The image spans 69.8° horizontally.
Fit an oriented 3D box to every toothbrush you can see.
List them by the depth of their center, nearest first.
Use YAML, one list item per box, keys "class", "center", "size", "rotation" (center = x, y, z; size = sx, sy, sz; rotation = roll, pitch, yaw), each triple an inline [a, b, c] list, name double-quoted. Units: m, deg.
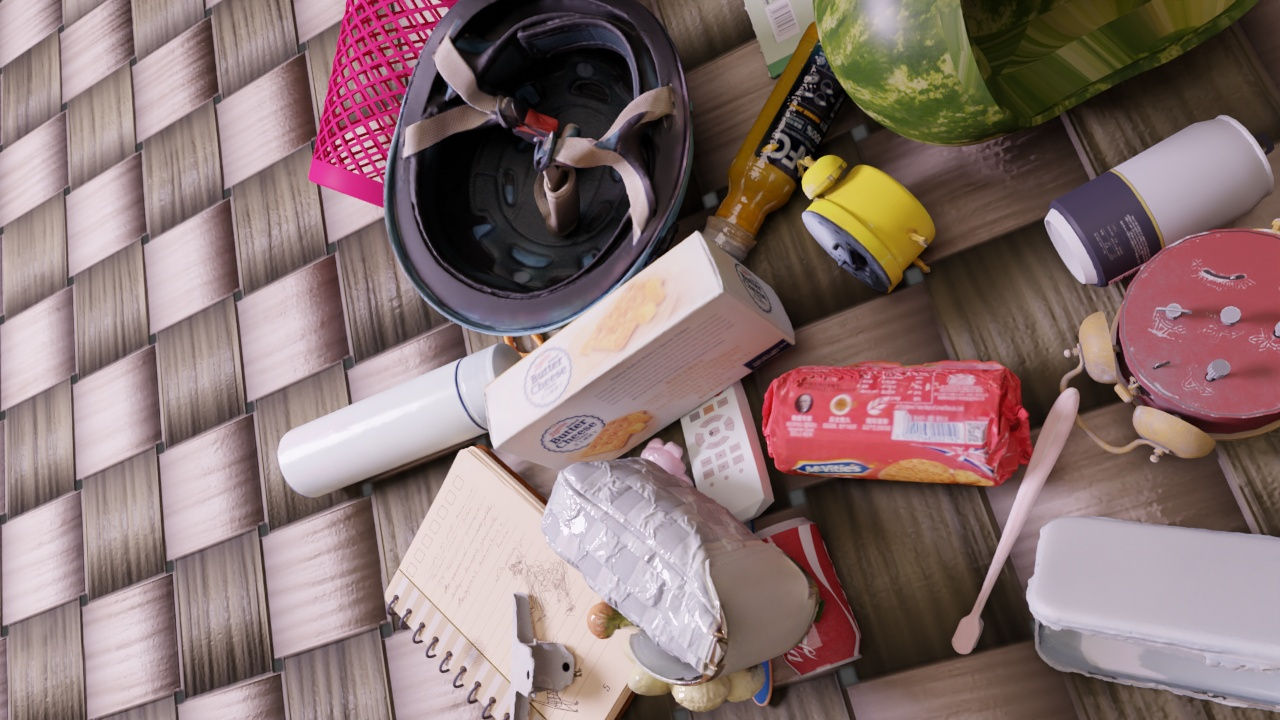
- class: "toothbrush"
  center: [0.235, 0.101, 0.572]
  size: [0.016, 0.018, 0.181]
  rotation: [26, 101, 35]
- class: "toothbrush"
  center: [0.079, 0.173, 0.648]
  size: [0.022, 0.017, 0.135]
  rotation: [-11, 73, 24]

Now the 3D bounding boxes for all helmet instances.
- class: "helmet"
  center: [0.223, -0.261, 0.574]
  size: [0.248, 0.213, 0.242]
  rotation: [-38, 41, 21]
- class: "helmet"
  center: [-0.067, -0.141, 0.706]
  size: [0.225, 0.167, 0.265]
  rotation: [23, 88, 11]

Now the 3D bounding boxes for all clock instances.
- class: "clock"
  center: [0.328, -0.007, 0.539]
  size: [0.159, 0.081, 0.117]
  rotation: [-36, 65, 13]
- class: "clock"
  center: [0.150, -0.100, 0.646]
  size: [0.057, 0.083, 0.119]
  rotation: [-47, 66, 2]

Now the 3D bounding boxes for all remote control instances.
- class: "remote control"
  center: [0.060, 0.053, 0.676]
  size: [0.050, 0.024, 0.143]
  rotation: [-30, 55, 26]

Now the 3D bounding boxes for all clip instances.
- class: "clip"
  center: [-0.076, 0.223, 0.668]
  size: [0.054, 0.038, 0.101]
  rotation: [-7, 81, 53]

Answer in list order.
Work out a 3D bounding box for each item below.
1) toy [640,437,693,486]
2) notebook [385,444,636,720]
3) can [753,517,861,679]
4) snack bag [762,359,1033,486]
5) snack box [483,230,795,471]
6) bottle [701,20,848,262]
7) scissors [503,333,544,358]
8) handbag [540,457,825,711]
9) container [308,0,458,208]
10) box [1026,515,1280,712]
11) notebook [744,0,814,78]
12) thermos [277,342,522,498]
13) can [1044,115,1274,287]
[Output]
- class: "toy"
  center: [0.010, 0.120, 0.680]
  size: [0.076, 0.037, 0.125]
  rotation: [7, 91, 27]
- class: "notebook"
  center: [-0.096, 0.194, 0.707]
  size: [0.225, 0.024, 0.167]
  rotation: [36, 103, 28]
- class: "can"
  center: [0.109, 0.159, 0.617]
  size: [0.054, 0.054, 0.096]
  rotation: [-27, 68, 17]
- class: "snack bag"
  center: [0.166, 0.039, 0.607]
  size: [0.177, 0.082, 0.082]
  rotation: [1, 78, 25]
- class: "snack box"
  center: [-0.004, 0.004, 0.660]
  size: [0.208, 0.104, 0.057]
  rotation: [-35, 54, 22]
- class: "bottle"
  center: [0.106, -0.164, 0.697]
  size: [0.053, 0.053, 0.186]
  rotation: [30, 91, 28]
- class: "scissors"
  center: [-0.107, -0.059, 0.795]
  size: [0.129, 0.011, 0.125]
  rotation: [-42, 65, 9]
- class: "handbag"
  center: [0.013, 0.141, 0.590]
  size: [0.171, 0.112, 0.123]
  rotation: [36, 114, 35]
- class: "container"
  center: [-0.192, -0.242, 0.800]
  size: [0.183, 0.183, 0.226]
  rotation: [22, 95, 28]
- class: "box"
  center: [0.322, 0.133, 0.495]
  size: [0.217, 0.110, 0.107]
  rotation: [2, 74, 25]
- class: "notebook"
  center: [0.193, -0.353, 0.728]
  size: [0.253, 0.010, 0.181]
  rotation: [-22, 69, 19]
- class: "thermos"
  center: [-0.200, 0.053, 0.781]
  size: [0.230, 0.068, 0.068]
  rotation: [-22, 69, 19]
- class: "can"
  center: [0.326, -0.101, 0.573]
  size: [0.127, 0.064, 0.064]
  rotation: [-30, 67, 16]
